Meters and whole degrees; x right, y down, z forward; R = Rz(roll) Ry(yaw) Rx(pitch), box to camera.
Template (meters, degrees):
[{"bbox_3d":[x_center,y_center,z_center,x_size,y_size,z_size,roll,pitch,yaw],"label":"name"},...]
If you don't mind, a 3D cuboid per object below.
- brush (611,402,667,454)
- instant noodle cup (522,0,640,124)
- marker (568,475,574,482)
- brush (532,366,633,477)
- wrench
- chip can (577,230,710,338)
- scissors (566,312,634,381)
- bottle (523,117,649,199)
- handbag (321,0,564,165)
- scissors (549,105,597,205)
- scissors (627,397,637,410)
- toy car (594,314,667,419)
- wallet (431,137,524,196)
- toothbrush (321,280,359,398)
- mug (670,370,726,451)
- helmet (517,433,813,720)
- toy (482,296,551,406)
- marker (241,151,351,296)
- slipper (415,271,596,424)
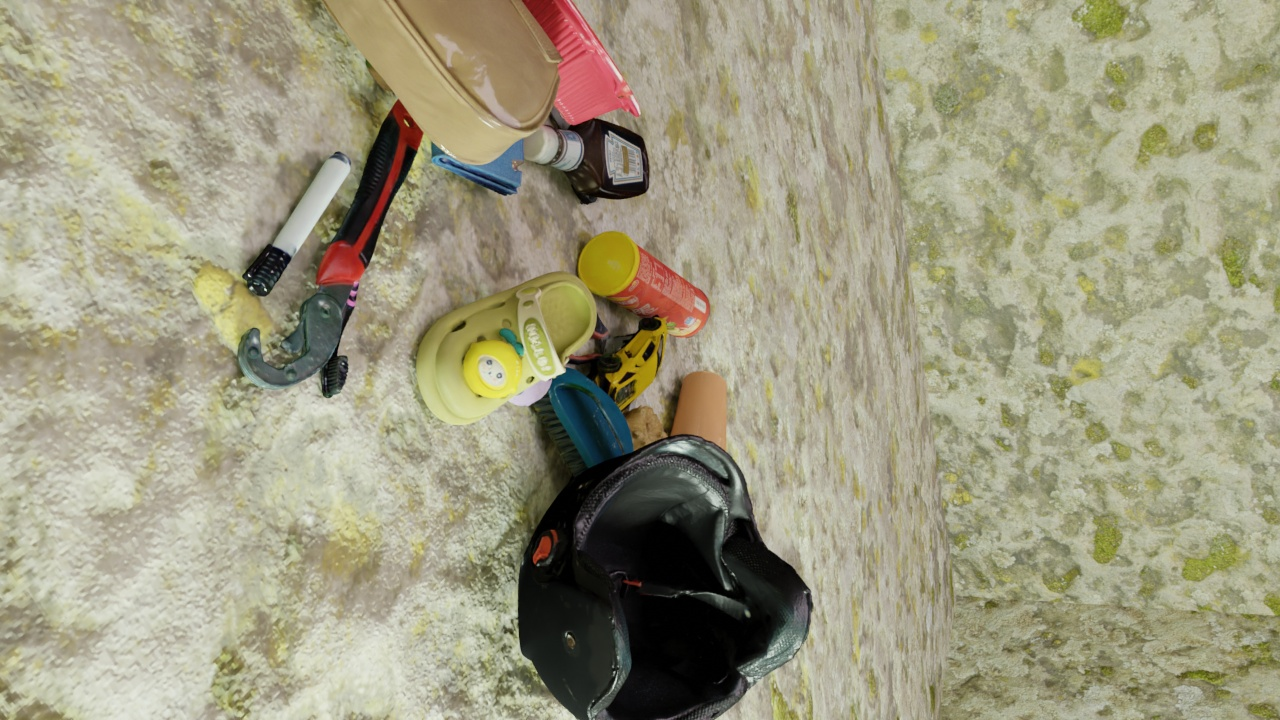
[{"bbox_3d":[0.053,0.144,1.058,0.254,0.046,0.083,48,23,-24],"label":"brush"},{"bbox_3d":[-0.079,-0.289,0.844,0.194,0.066,0.193,54,6,-9],"label":"instant noodle cup"},{"bbox_3d":[-0.061,0.118,0.955,0.022,0.020,0.131,111,5,-45],"label":"marker"},{"bbox_3d":[-0.049,0.068,0.908,0.144,0.074,0.055,62,33,-20],"label":"brush"},{"bbox_3d":[-0.211,-0.092,0.668,0.056,0.016,0.272,43,49,-35],"label":"wrench"},{"bbox_3d":[0.011,-0.083,1.062,0.216,0.073,0.073,24,66,-60],"label":"chip can"},{"bbox_3d":[-0.043,-0.022,1.009,0.216,0.015,0.195,64,34,-36],"label":"scissors"},{"bbox_3d":[-0.056,-0.212,0.949,0.194,0.044,0.080,-6,91,-60],"label":"bottle"},{"bbox_3d":[-0.153,-0.257,0.708,0.204,0.100,0.147,54,44,-19],"label":"handbag"},{"bbox_3d":[-0.080,-0.250,0.972,0.136,0.014,0.174,-29,110,-60],"label":"scissors"},{"bbox_3d":[-0.012,0.089,1.065,0.162,0.012,0.172,53,40,-43],"label":"scissors"},{"bbox_3d":[-0.006,0.006,1.007,0.155,0.041,0.071,-47,152,-44],"label":"toy car"},{"bbox_3d":[-0.144,-0.221,0.806,0.106,0.040,0.133,14,71,-57],"label":"wallet"},{"bbox_3d":[-0.211,-0.063,0.678,0.014,0.018,0.189,30,59,-52],"label":"toothbrush"},{"bbox_3d":[0.077,0.079,1.182,0.078,0.078,0.122,55,35,-47],"label":"mug"},{"bbox_3d":[0.001,0.203,0.837,0.233,0.231,0.274,6,85,-38],"label":"helmet"},{"bbox_3d":[-0.109,-0.011,0.848,0.083,0.039,0.108,-18,104,-47],"label":"toy"},{"bbox_3d":[-0.235,-0.098,0.633,0.022,0.018,0.130,49,45,-38],"label":"marker"},{"bbox_3d":[-0.100,-0.019,0.778,0.190,0.082,0.091,-35,108,-35],"label":"slipper"}]
